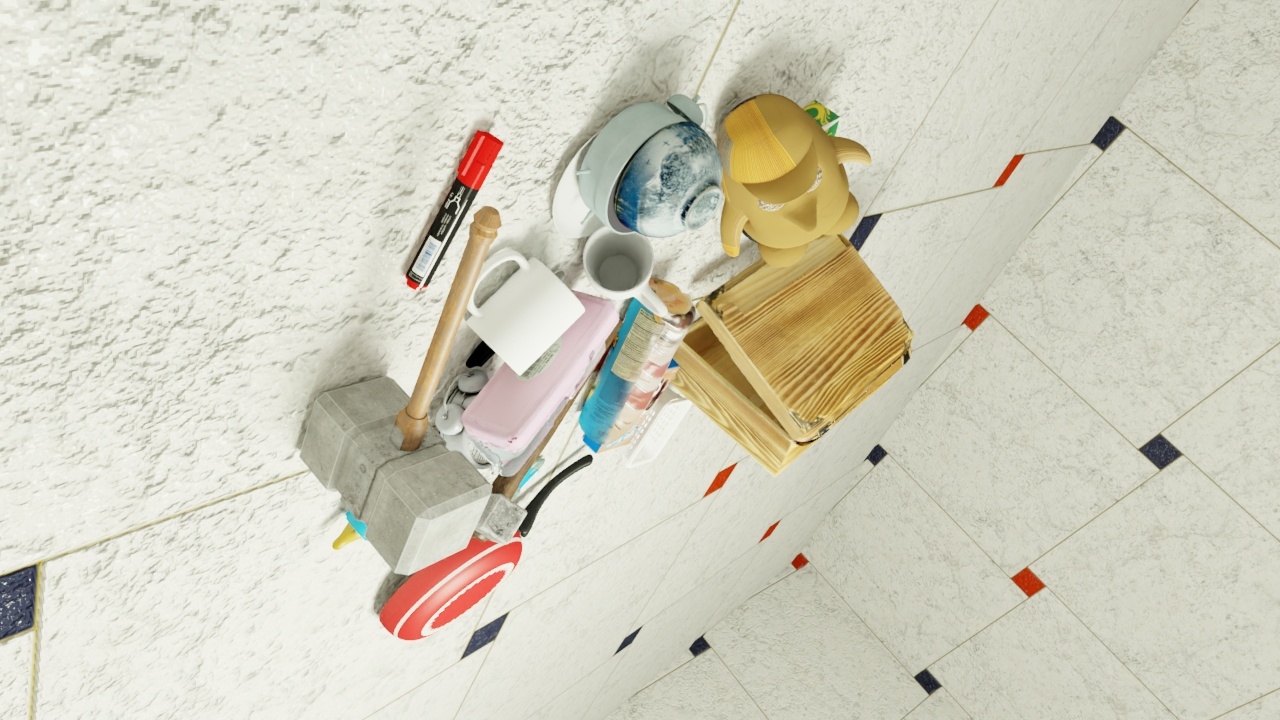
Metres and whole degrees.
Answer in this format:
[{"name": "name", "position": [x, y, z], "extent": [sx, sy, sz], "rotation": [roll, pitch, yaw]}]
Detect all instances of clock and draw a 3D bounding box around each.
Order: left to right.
[{"name": "clock", "position": [-0.171, 0.061, 0.959], "extent": [0.094, 0.035, 0.123], "rotation": [-63, 150, -28]}, {"name": "clock", "position": [0.008, -0.189, 0.870], "extent": [0.159, 0.045, 0.123], "rotation": [-40, 157, -20]}]

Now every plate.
[{"name": "plate", "position": [-0.036, -0.177, 0.886], "extent": [0.134, 0.011, 0.135], "rotation": [-39, 156, -21]}]

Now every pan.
[{"name": "pan", "position": [-0.189, 0.250, 1.236], "extent": [0.355, 0.067, 0.209], "rotation": [-35, 164, -21]}]

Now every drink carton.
[{"name": "drink carton", "position": [0.206, -0.257, 1.153], "extent": [0.058, 0.041, 0.123], "rotation": [-39, 156, -21]}]

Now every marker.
[{"name": "marker", "position": [-0.156, -0.120, 0.752], "extent": [0.023, 0.021, 0.145], "rotation": [15, 118, -40]}, {"name": "marker", "position": [-0.126, -0.041, 0.936], "extent": [0.138, 0.022, 0.016], "rotation": [-44, 144, -5]}]

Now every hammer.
[{"name": "hammer", "position": [-0.171, 0.009, 0.750], "extent": [0.082, 0.163, 0.319], "rotation": [-19, 144, -50]}, {"name": "hammer", "position": [-0.121, 0.072, 1.065], "extent": [0.300, 0.037, 0.218], "rotation": [-59, -163, -19]}]

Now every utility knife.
[{"name": "utility knife", "position": [-0.188, 0.195, 1.224], "extent": [0.173, 0.015, 0.031], "rotation": [-47, 156, 3]}]

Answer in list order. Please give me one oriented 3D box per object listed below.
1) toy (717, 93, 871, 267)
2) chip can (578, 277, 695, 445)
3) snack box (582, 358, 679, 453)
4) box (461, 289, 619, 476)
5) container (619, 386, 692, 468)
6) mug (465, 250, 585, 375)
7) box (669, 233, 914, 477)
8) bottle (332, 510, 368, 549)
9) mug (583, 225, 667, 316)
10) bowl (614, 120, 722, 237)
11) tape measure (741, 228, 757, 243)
[{"name": "toy", "position": [0.157, -0.206, 1.015], "extent": [0.199, 0.162, 0.203], "rotation": [-33, 148, 9]}, {"name": "chip can", "position": [-0.007, 0.007, 1.157], "extent": [0.079, 0.080, 0.230], "rotation": [-22, 147, -46]}, {"name": "snack box", "position": [-0.013, 0.060, 1.289], "extent": [0.087, 0.034, 0.152], "rotation": [-11, 138, -57]}, {"name": "box", "position": [-0.098, 0.026, 0.956], "extent": [0.201, 0.088, 0.095], "rotation": [-55, 151, -30]}, {"name": "container", "position": [0.015, 0.094, 1.374], "extent": [0.080, 0.049, 0.129], "rotation": [-10, 137, -56]}, {"name": "mug", "position": [-0.120, -0.053, 0.878], "extent": [0.090, 0.074, 0.110], "rotation": [-45, 132, -6]}, {"name": "box", "position": [0.228, -0.022, 1.294], "extent": [0.278, 0.257, 0.216], "rotation": [-34, 156, -32]}, {"name": "bottle", "position": [-0.262, 0.147, 0.961], "extent": [0.146, 0.051, 0.051], "rotation": [-41, 157, -16]}, {"name": "mug", "position": [-0.011, -0.085, 0.957], "extent": [0.071, 0.107, 0.089], "rotation": [-43, 177, -5]}, {"name": "bowl", "position": [0.037, -0.154, 0.841], "extent": [0.114, 0.061, 0.114], "rotation": [-37, 154, -21]}, {"name": "tape measure", "position": [0.161, -0.174, 1.171], "extent": [0.042, 0.072, 0.071], "rotation": [-59, -176, 36]}]
